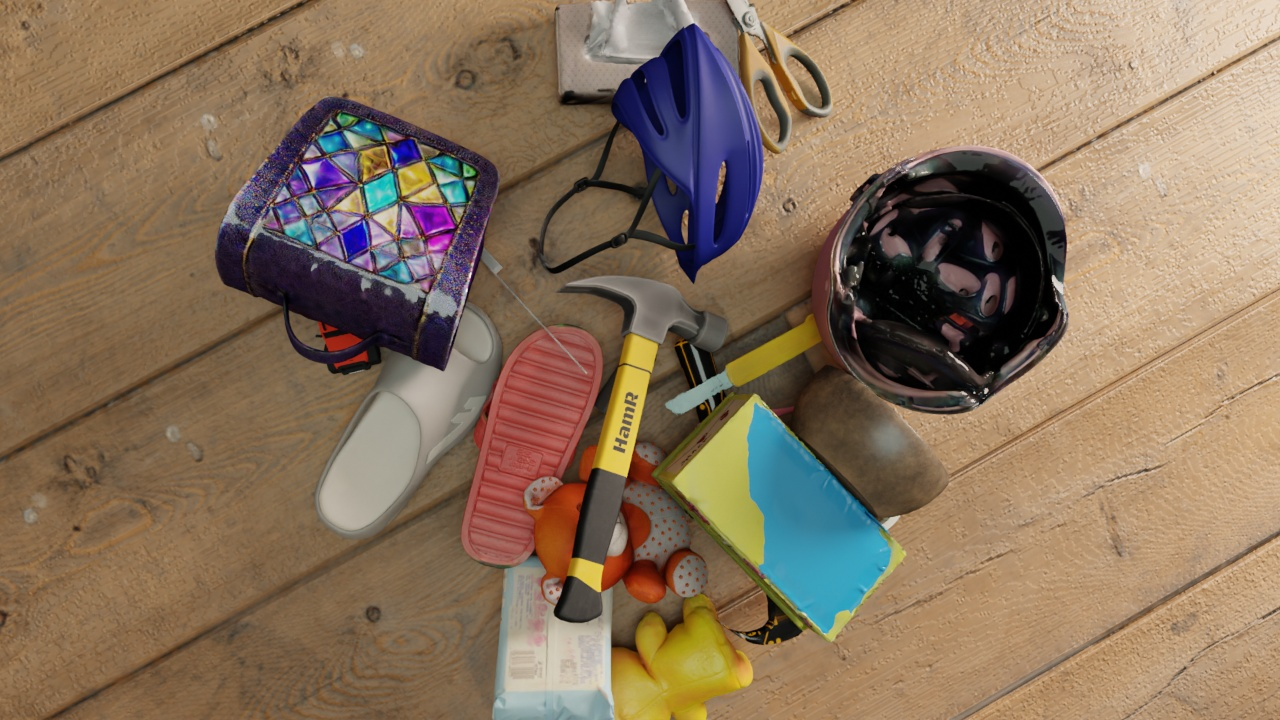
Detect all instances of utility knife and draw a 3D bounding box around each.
[{"bbox_3d":[0.117,0.000,0.921,0.218,0.019,0.030,-27,86,-23],"label":"utility knife"}]

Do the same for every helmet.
[{"bbox_3d":[0.282,-0.077,0.890,0.230,0.152,0.255,30,89,-4],"label":"helmet"},{"bbox_3d":[0.002,-0.171,0.847,0.227,0.147,0.242,-20,128,-8],"label":"helmet"}]

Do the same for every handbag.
[{"bbox_3d":[-0.243,-0.097,0.818,0.205,0.126,0.221,22,63,-7],"label":"handbag"}]

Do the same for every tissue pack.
[{"bbox_3d":[-0.081,0.267,0.888,0.112,0.181,0.070,0,136,-2],"label":"tissue pack"},{"bbox_3d":[0.006,-0.308,0.896,0.181,0.071,0.104,-2,95,-2],"label":"tissue pack"}]

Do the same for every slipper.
[{"bbox_3d":[-0.113,0.080,0.910,0.103,0.059,0.248,20,90,-12],"label":"slipper"},{"bbox_3d":[-0.231,0.061,0.889,0.113,0.080,0.266,36,90,-3],"label":"slipper"}]

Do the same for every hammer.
[{"bbox_3d":[-0.025,0.072,0.826,0.169,0.034,0.323,21,69,-21],"label":"hammer"},{"bbox_3d":[0.095,0.127,0.922,0.123,0.036,0.320,-18,88,-13],"label":"hammer"}]

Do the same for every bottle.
[{"bbox_3d":[-0.006,0.005,0.931,0.030,0.030,0.113,33,90,-6],"label":"bottle"}]

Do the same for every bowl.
[{"bbox_3d":[0.210,0.085,0.881,0.070,0.162,0.162,-44,96,-2],"label":"bowl"}]

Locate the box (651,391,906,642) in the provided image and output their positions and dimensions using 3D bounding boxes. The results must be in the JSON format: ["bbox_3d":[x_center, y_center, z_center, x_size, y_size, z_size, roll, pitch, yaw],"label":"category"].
[{"bbox_3d":[0.132,0.147,0.874,0.221,0.082,0.124,45,80,-9],"label":"box"}]

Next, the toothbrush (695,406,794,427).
[{"bbox_3d":[0.123,0.058,0.953,0.135,0.016,0.021,-12,88,-5],"label":"toothbrush"}]

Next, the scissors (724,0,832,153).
[{"bbox_3d":[0.119,-0.322,0.896,0.133,0.016,0.228,-31,106,-26],"label":"scissors"}]

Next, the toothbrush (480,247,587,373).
[{"bbox_3d":[-0.104,-0.051,0.884,0.010,0.010,0.181,-43,66,-1],"label":"toothbrush"}]

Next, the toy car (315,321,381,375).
[{"bbox_3d":[-0.290,-0.036,0.893,0.051,0.049,0.100,-13,95,-4],"label":"toy car"}]

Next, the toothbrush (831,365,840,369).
[{"bbox_3d":[0.255,0.077,0.968,0.015,0.016,0.184,-41,98,-9],"label":"toothbrush"}]

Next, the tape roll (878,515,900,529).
[{"bbox_3d":[0.234,0.141,0.970,0.093,0.013,0.093,0,94,-6],"label":"tape roll"}]

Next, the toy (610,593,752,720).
[{"bbox_3d":[0.018,0.333,0.928,0.194,0.087,0.134,-25,99,-4],"label":"toy"}]

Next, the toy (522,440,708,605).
[{"bbox_3d":[-0.024,0.161,0.879,0.172,0.093,0.163,-5,69,-36],"label":"toy"}]
